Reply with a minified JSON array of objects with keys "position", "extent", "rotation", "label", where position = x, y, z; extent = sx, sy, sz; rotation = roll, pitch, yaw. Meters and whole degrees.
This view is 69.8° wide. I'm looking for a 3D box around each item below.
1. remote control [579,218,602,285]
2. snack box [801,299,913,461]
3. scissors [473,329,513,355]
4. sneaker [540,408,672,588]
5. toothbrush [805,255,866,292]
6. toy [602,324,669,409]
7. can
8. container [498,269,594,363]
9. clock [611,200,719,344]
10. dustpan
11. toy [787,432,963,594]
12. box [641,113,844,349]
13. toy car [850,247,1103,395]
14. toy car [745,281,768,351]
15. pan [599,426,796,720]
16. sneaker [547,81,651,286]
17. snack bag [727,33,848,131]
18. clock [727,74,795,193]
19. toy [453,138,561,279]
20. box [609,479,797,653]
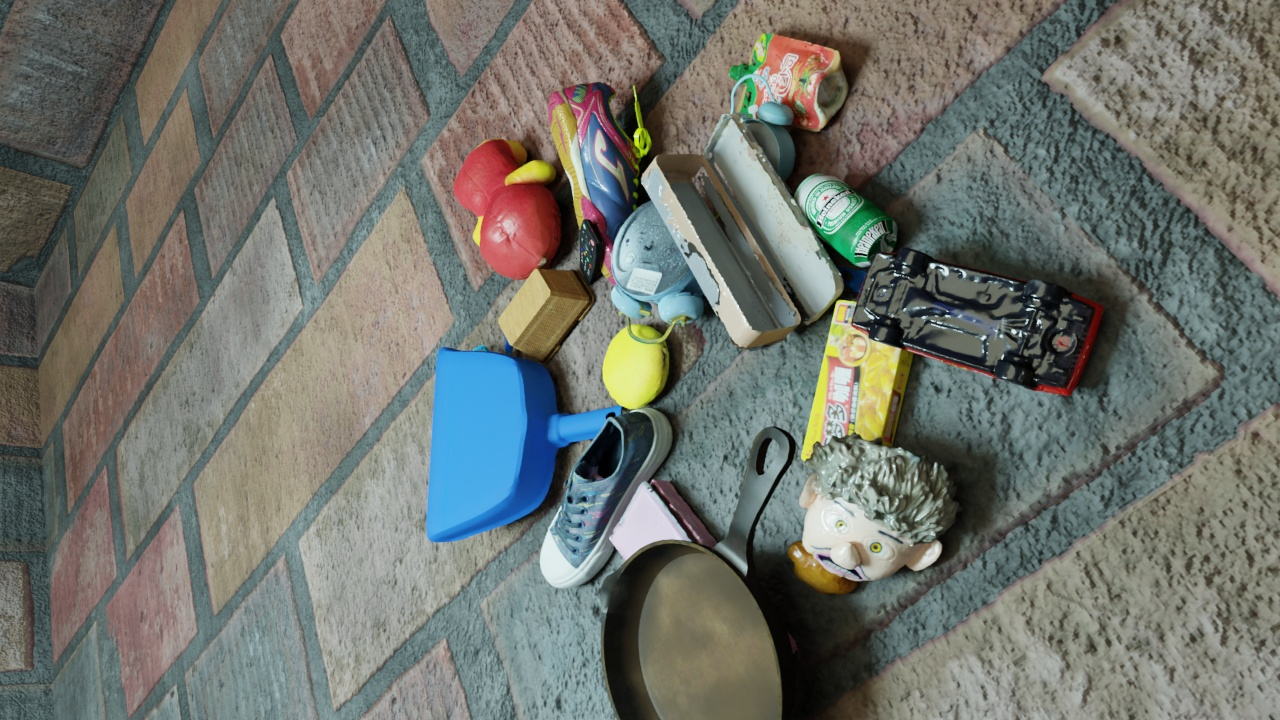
[{"position":[-0.058,-0.122,1.053],"extent":[0.039,0.010,0.125],"rotation":[63,167,13],"label":"remote control"},{"position":[0.197,0.025,0.822],"extent":[0.075,0.025,0.152],"rotation":[12,89,44],"label":"snack box"},{"position":[-0.165,-0.009,1.167],"extent":[0.133,0.015,0.103],"rotation":[34,88,42],"label":"scissors"},{"position":[-0.057,0.147,0.998],"extent":[0.087,0.079,0.236],"rotation":[45,111,39],"label":"sneaker"},{"position":[0.187,-0.082,0.862],"extent":[0.132,0.016,0.021],"rotation":[30,104,44],"label":"toothbrush"},{"position":[-0.006,0.006,1.009],"extent":[0.094,0.041,0.095],"rotation":[-22,65,41],"label":"toy"},{"position":[0.189,-0.130,0.846],"extent":[0.053,0.053,0.101],"rotation":[-56,49,19],"label":"can"},{"position":[-0.119,-0.059,1.116],"extent":[0.114,0.061,0.063],"rotation":[-50,51,23],"label":"container"},{"position":[0.024,-0.096,0.975],"extent":[0.118,0.060,0.162],"rotation":[16,83,40],"label":"clock"},{"position":[-0.134,0.081,1.077],"extent":[0.258,0.059,0.245],"rotation":[-13,68,33],"label":"dustpan"},{"position":[0.181,0.138,0.767],"extent":[0.133,0.076,0.176],"rotation":[34,124,15],"label":"toy"},{"position":[0.088,-0.120,0.882],"extent":[0.216,0.107,0.095],"rotation":[63,164,18],"label":"box"},{"position":[0.265,-0.034,0.743],"extent":[0.189,0.056,0.081],"rotation":[21,94,33],"label":"toy car"},{"position":[0.101,-0.053,0.923],"extent":[0.042,0.036,0.091],"rotation":[-41,55,29],"label":"toy car"},{"position":[0.072,0.219,0.821],"extent":[0.249,0.043,0.357],"rotation":[36,115,42],"label":"pan"},{"position":[-0.029,-0.203,1.048],"extent":[0.116,0.091,0.242],"rotation":[163,90,-74],"label":"sneaker"},{"position":[0.143,-0.287,0.942],"extent":[0.155,0.044,0.087],"rotation":[34,116,48],"label":"snack bag"},{"position":[0.116,-0.225,0.924],"extent":[0.088,0.041,0.123],"rotation":[-4,98,49],"label":"clock"},{"position":[-0.171,-0.192,1.176],"extent":[0.148,0.098,0.216],"rotation":[-57,43,28],"label":"toy"},{"position":[0.051,0.225,0.902],"extent":[0.098,0.046,0.232],"rotation":[-55,50,19],"label":"box"}]
